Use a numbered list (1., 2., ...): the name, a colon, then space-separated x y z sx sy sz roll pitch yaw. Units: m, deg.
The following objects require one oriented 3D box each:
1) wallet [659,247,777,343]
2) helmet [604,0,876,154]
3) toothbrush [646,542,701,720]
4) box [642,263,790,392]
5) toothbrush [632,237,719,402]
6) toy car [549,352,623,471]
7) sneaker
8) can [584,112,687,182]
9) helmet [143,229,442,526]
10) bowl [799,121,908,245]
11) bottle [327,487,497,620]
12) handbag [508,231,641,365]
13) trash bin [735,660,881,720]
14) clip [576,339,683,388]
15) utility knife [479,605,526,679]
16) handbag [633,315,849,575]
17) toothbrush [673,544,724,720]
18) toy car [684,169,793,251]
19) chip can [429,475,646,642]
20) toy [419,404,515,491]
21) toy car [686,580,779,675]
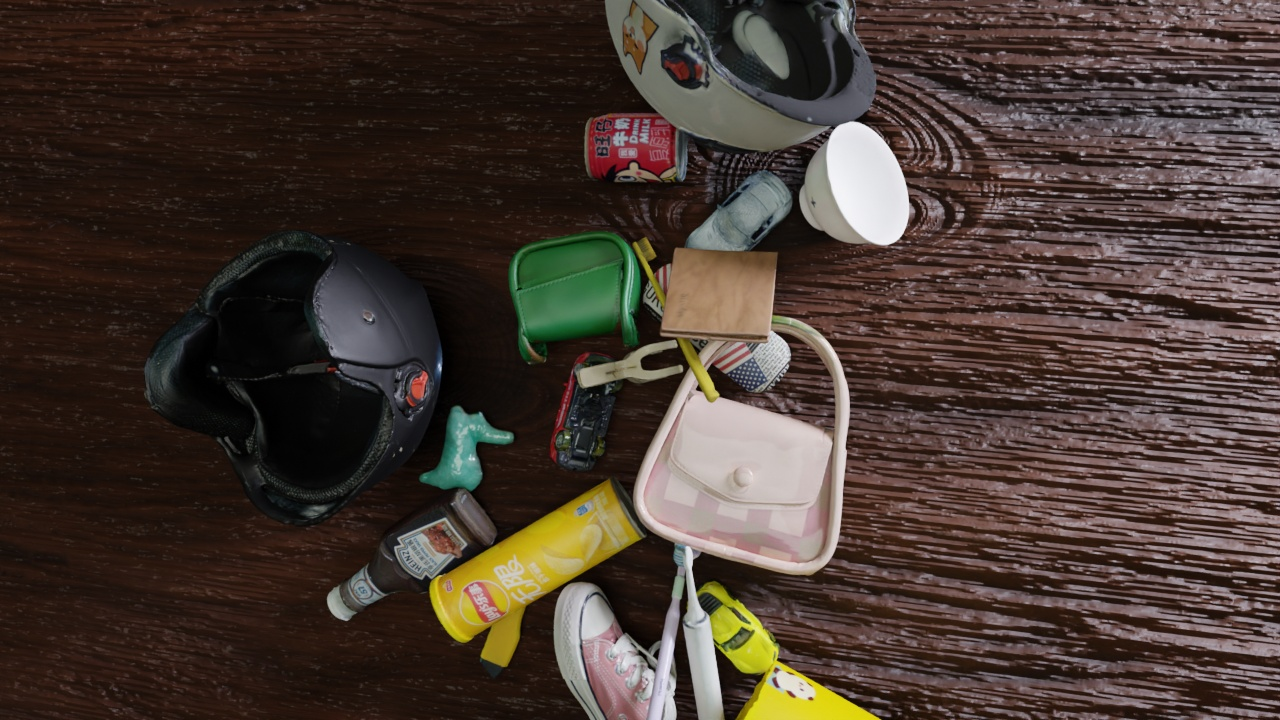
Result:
1. wallet: 0.074 -0.062 0.853 0.101 0.020 0.115 3 48 9
2. helmet: 0.070 -0.293 0.832 0.274 0.229 0.157 58 142 2
3. toothbrush: 0.030 0.259 0.874 0.029 0.021 0.188 19 57 -7
4. box: 0.074 -0.033 0.907 0.164 0.052 0.069 41 112 8
5. toothbrush: 0.033 -0.042 0.869 0.017 0.015 0.190 -28 62 8
6. toy car: -0.058 0.050 0.923 0.053 0.045 0.120 18 91 -34
7. sneaker: -0.006 0.324 0.892 0.088 0.118 0.241 -19 93 28
8. can: -0.004 -0.209 0.903 0.094 0.066 0.066 3 91 11
9. helmet: -0.303 0.012 0.881 0.234 0.229 0.274 -14 87 25
10. bowl: 0.190 -0.155 0.861 0.065 0.118 0.118 -19 86 49
11. bottle: -0.246 0.211 0.963 0.195 0.044 0.080 -34 100 13
12. handbag: -0.063 -0.061 0.904 0.131 0.068 0.120 -7 77 11
13. trash bin: 0.180 0.416 0.806 0.255 0.229 0.230 31 96 14
14. clip: -0.002 0.004 0.888 0.095 0.101 0.035 -14 86 46
15. utility knife: -0.131 0.258 0.960 0.033 0.015 0.156 21 94 4
16. handbag: 0.109 0.073 0.866 0.193 0.093 0.234 15 97 9
17. toothbrush: 0.056 0.270 0.876 0.026 0.026 0.221 5 116 31
18. toy car: 0.095 -0.133 0.902 0.121 0.036 0.054 -44 84 12
19. chip can: -0.101 0.198 0.911 0.213 0.072 0.072 -30 85 3
20. toy: -0.181 0.093 0.960 0.096 0.030 0.092 8 94 5
21. toy car: 0.091 0.268 0.909 0.105 0.032 0.048 45 98 5
